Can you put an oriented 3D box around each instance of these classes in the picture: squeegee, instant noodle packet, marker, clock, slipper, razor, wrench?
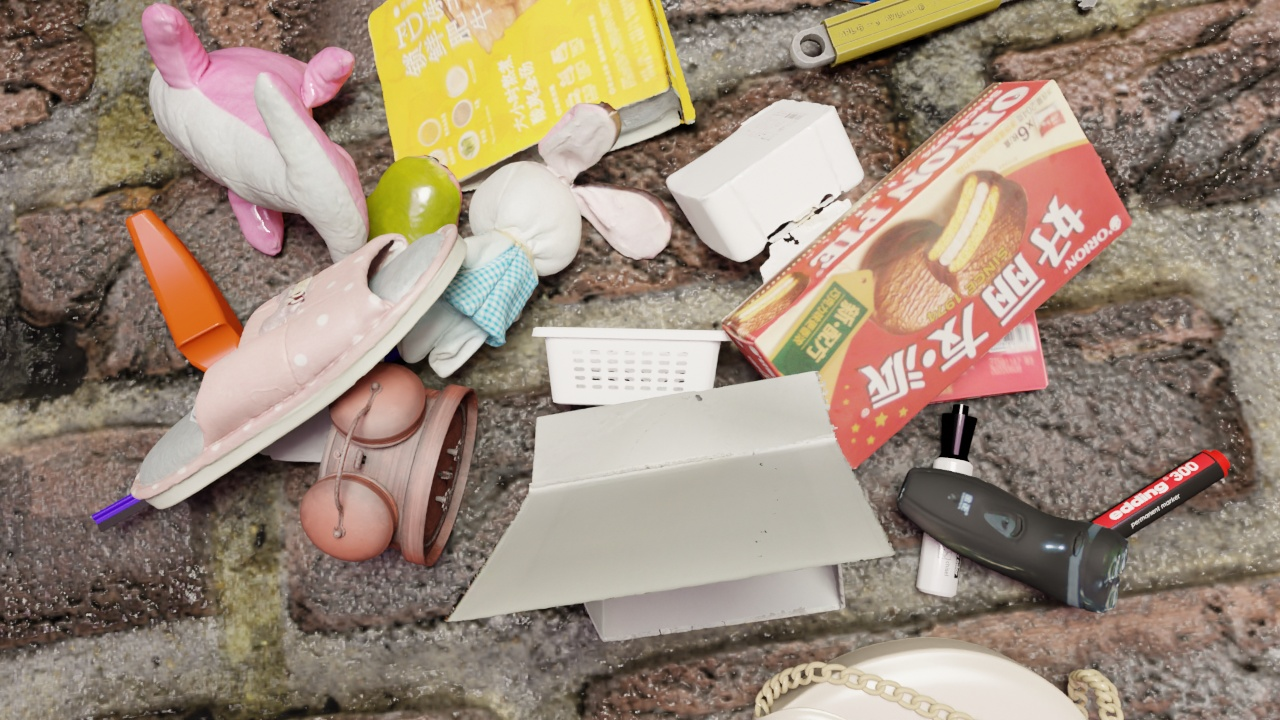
[{"bbox_3d":[-0.312,-0.023,0.659,0.249,0.055,0.185,-30,93,-9],"label":"squeegee"},{"bbox_3d":[-0.089,-0.221,0.667,0.222,0.084,0.163,-17,81,14],"label":"instant noodle packet"},{"bbox_3d":[0.316,0.102,0.598,0.145,0.021,0.023,-32,72,0],"label":"marker"},{"bbox_3d":[-0.156,0.065,0.581,0.072,0.158,0.120,12,82,1],"label":"clock"},{"bbox_3d":[-0.218,-0.002,0.556,0.275,0.114,0.054,-35,116,15],"label":"slipper"},{"bbox_3d":[0.204,0.091,0.608,0.025,0.025,0.125,10,82,7],"label":"marker"},{"bbox_3d":[0.229,0.105,0.563,0.140,0.064,0.052,24,69,6],"label":"razor"},{"bbox_3d":[0.231,-0.262,0.650,0.273,0.018,0.083,-20,81,-5],"label":"wrench"}]

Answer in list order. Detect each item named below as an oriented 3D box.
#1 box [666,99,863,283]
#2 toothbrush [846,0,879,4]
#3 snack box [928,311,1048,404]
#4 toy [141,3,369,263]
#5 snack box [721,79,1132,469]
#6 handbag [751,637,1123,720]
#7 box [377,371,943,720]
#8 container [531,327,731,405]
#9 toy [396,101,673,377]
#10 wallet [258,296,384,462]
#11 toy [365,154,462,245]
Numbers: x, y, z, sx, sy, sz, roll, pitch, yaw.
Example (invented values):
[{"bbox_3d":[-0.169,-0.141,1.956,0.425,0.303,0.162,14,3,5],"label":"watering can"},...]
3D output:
[{"bbox_3d":[0.106,-0.088,0.616,0.109,0.124,0.137,-37,115,-1],"label":"box"},{"bbox_3d":[0.169,-0.268,0.670,0.135,0.022,0.017,16,67,5],"label":"toothbrush"},{"bbox_3d":[0.201,-0.015,0.626,0.133,0.021,0.089,-8,81,4],"label":"snack box"},{"bbox_3d":[-0.249,-0.167,0.634,0.127,0.187,0.266,-37,50,-22],"label":"toy"},{"bbox_3d":[0.176,-0.054,0.568,0.236,0.060,0.113,-41,112,-1],"label":"snack box"},{"bbox_3d":[0.177,0.277,0.544,0.209,0.103,0.210,-7,79,8],"label":"handbag"},{"bbox_3d":[0.023,0.079,0.451,0.167,0.369,0.150,-11,80,7],"label":"box"},{"bbox_3d":[-0.004,0.004,0.618,0.129,0.080,0.049,1,92,6],"label":"container"},{"bbox_3d":[-0.088,-0.072,0.627,0.205,0.131,0.106,-48,41,-14],"label":"toy"},{"bbox_3d":[-0.221,0.013,0.637,0.086,0.032,0.116,1,96,-13],"label":"wallet"},{"bbox_3d":[-0.163,-0.090,0.649,0.090,0.051,0.110,33,110,14],"label":"toy"}]
